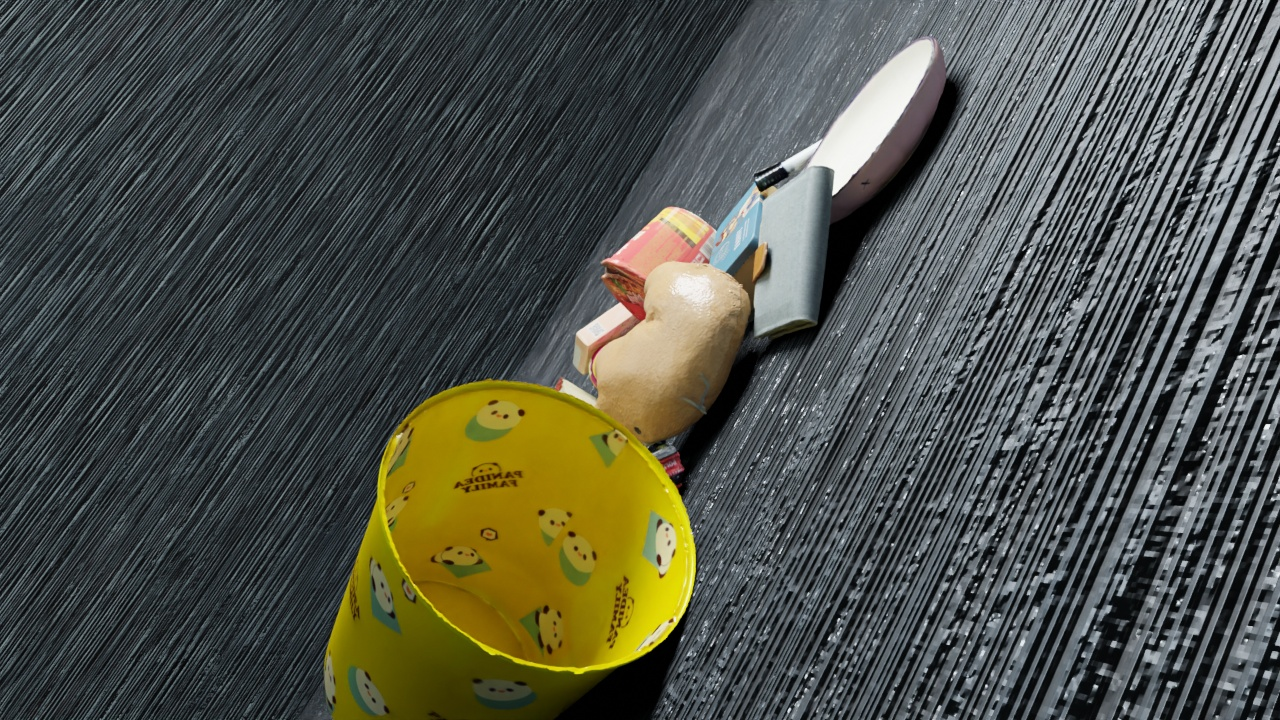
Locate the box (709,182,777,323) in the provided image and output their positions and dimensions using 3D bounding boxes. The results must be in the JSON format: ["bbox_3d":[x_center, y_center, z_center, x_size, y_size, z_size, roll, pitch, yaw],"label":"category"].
[{"bbox_3d":[0.115,-0.112,0.928,0.090,0.059,0.183,-52,10,29],"label":"box"}]

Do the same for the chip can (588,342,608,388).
[{"bbox_3d":[-0.006,0.006,1.089,0.071,0.071,0.211,-58,11,-10],"label":"chip can"}]

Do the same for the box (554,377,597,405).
[{"bbox_3d":[-0.075,0.070,1.154,0.077,0.091,0.168,-59,10,4],"label":"box"}]

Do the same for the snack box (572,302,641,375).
[{"bbox_3d":[-0.022,-0.049,1.229,0.157,0.026,0.085,-36,-18,-23],"label":"snack box"}]

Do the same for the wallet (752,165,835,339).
[{"bbox_3d":[0.121,-0.087,0.770,0.107,0.037,0.129,158,120,-71],"label":"wallet"}]

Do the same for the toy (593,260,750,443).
[{"bbox_3d":[0.013,0.013,0.830,0.226,0.082,0.143,-57,36,-1],"label":"toy"}]

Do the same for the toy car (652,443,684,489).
[{"bbox_3d":[-0.003,0.109,0.814,0.052,0.045,0.121,-20,-7,-27],"label":"toy car"}]

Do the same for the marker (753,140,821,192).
[{"bbox_3d":[0.172,-0.208,0.914,0.131,0.022,0.018,-30,-2,5],"label":"marker"}]

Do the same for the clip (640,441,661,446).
[{"bbox_3d":[0.009,0.076,0.940,0.029,0.024,0.057,-54,6,-6],"label":"clip"}]

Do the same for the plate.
[{"bbox_3d":[0.204,-0.192,0.811,0.193,0.039,0.192,-54,11,15],"label":"plate"}]

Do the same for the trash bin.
[{"bbox_3d":[-0.118,0.183,0.696,0.256,0.229,0.229,-56,8,38],"label":"trash bin"}]

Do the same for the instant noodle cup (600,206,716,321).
[{"bbox_3d":[0.038,-0.105,1.086,0.108,0.138,0.138,-50,8,-15],"label":"instant noodle cup"}]
